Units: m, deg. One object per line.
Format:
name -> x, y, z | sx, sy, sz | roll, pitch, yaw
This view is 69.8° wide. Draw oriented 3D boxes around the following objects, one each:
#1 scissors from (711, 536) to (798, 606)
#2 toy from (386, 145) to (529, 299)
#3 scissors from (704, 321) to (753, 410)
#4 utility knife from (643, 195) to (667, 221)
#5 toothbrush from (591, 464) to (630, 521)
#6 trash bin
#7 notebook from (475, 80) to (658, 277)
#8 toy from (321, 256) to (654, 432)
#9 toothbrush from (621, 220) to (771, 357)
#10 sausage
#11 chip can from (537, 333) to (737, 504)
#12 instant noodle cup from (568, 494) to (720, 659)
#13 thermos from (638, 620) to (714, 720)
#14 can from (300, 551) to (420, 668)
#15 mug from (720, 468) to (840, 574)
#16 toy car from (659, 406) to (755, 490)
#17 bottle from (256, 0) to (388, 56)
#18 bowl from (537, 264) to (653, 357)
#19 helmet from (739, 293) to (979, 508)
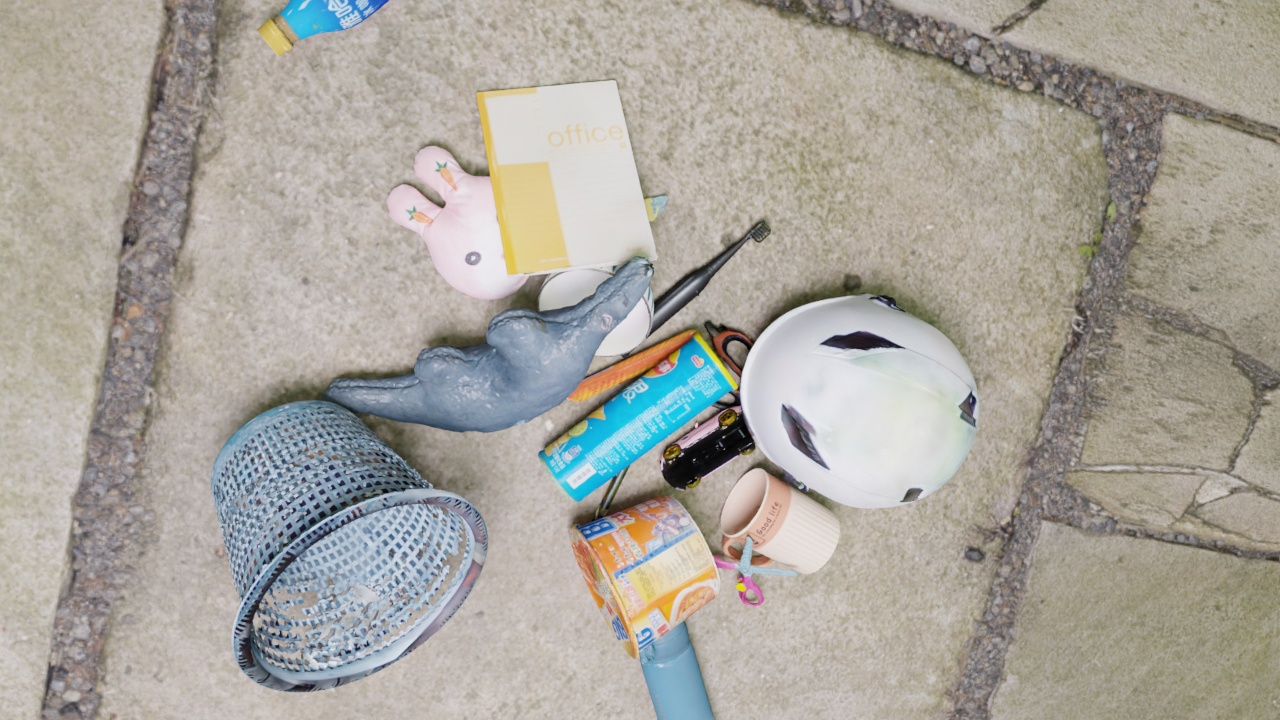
scissors -> 0.109, 0.231, 1.019 | 0.136, 0.017, 0.134 | 15, 138, 15
toy -> -0.171, -0.135, 0.911 | 0.159, 0.054, 0.121 | 35, 99, -9
scissors -> 0.142, 0.034, 1.026 | 0.206, 0.015, 0.193 | -6, 99, -12
utility knife -> -0.048, -0.146, 0.958 | 0.162, 0.018, 0.031 | -15, 104, -14
toothbrush -> -0.011, 0.101, 1.001 | 0.012, 0.017, 0.186 | 27, 93, 17
trash bin -> -0.283, 0.147, 0.835 | 0.226, 0.195, 0.227 | -26, 140, -25
notebook -> -0.074, -0.181, 0.895 | 0.145, 0.010, 0.206 | -8, 71, -11
toy -> -0.132, 0.004, 0.900 | 0.357, 0.091, 0.138 | -23, 134, 14
toothbrush -> 0.056, -0.079, 0.983 | 0.212, 0.026, 0.027 | -39, 65, -4
sausage -> -0.006, 0.006, 0.979 | 0.165, 0.021, 0.021 | -25, 103, -2
chip can -> -0.003, 0.061, 0.955 | 0.210, 0.071, 0.071 | -37, 105, 4
instant noodle cup -> 0.006, 0.218, 0.963 | 0.111, 0.151, 0.151 | -25, 103, -16
thermos -> 0.044, 0.384, 1.034 | 0.070, 0.070, 0.220 | -19, 103, -9
can -> -0.286, 0.253, 0.942 | 0.058, 0.058, 0.146 | 32, 90, -15
mug -> 0.147, 0.191, 1.025 | 0.106, 0.081, 0.115 | 30, 118, -17
toy car -> 0.076, 0.094, 1.010 | 0.122, 0.037, 0.056 | -33, 113, 5
bottle -> -0.257, -0.359, 0.849 | 0.218, 0.065, 0.065 | -38, 105, -4
bowl -> -0.041, -0.067, 0.932 | 0.116, 0.066, 0.117 | 7, 134, 7
helmet -> 0.245, 0.055, 0.955 | 0.258, 0.146, 0.229 | 26, 97, -25
